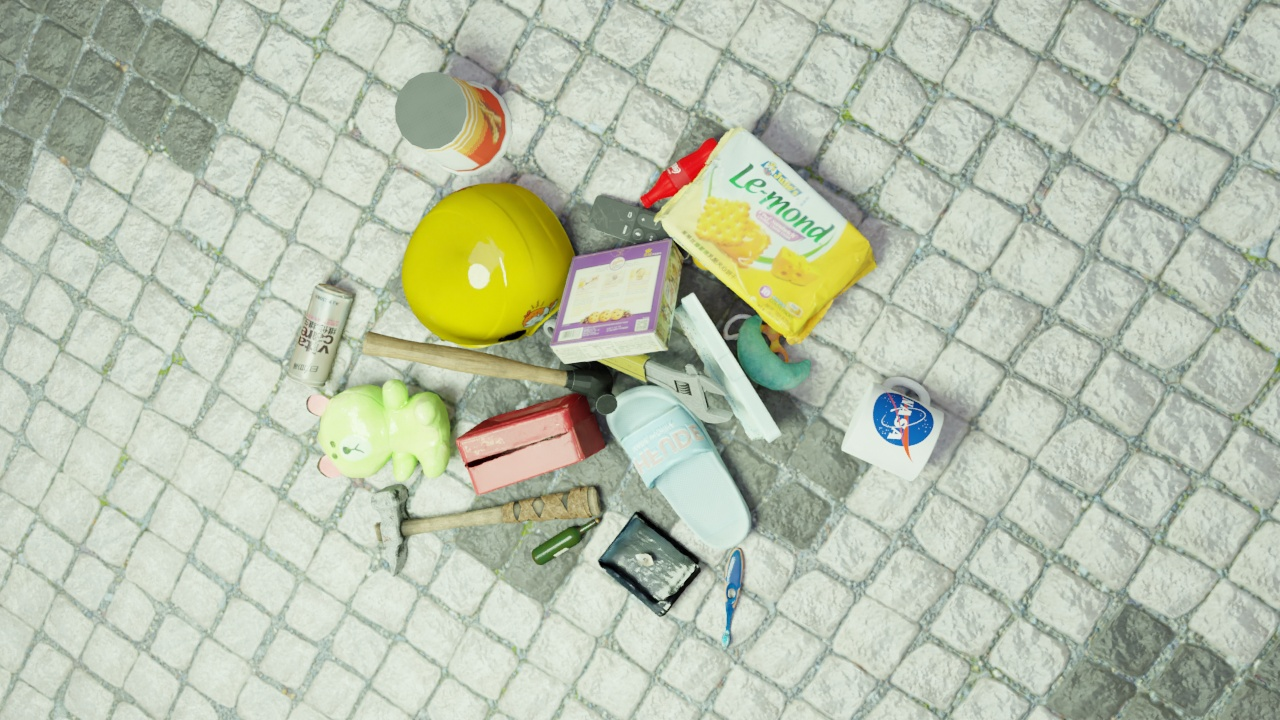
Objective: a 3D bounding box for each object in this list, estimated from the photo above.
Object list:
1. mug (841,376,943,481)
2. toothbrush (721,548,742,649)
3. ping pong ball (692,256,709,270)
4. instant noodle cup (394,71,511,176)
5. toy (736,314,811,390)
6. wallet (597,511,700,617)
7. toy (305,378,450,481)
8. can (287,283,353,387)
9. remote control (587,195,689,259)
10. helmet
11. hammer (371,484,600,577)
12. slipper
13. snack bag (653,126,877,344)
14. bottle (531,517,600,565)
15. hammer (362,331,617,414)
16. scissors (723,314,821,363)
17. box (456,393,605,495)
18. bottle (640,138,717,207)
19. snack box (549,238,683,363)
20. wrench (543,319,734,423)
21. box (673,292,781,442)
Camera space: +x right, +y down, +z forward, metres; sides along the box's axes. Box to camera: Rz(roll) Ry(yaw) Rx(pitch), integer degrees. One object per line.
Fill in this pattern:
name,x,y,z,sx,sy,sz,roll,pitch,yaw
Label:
mug,0.309,0.073,1.112,0.090,0.091,0.121,24,63,8
toothbrush,0.118,0.311,1.196,0.021,0.017,0.135,7,96,8
ping pong ball,0.085,-0.134,1.158,0.040,0.040,0.040,1,94,11
instant noodle cup,-0.243,-0.306,1.169,0.123,0.121,0.123,1,94,11
toy,0.159,-0.003,1.129,0.105,0.084,0.033,42,141,-1
wallet,0.012,0.267,1.208,0.115,0.026,0.089,39,100,6
toy,-0.344,0.092,1.235,0.197,0.107,0.150,6,118,19
can,-0.440,-0.035,1.262,0.054,0.054,0.136,22,97,9
remote control,0.001,-0.171,1.176,0.147,0.008,0.045,21,98,19
helmet,-0.213,-0.117,1.168,0.240,0.139,0.209,-36,87,12
hammer,-0.210,0.213,1.242,0.319,0.049,0.121,-10,95,10
slipper,0.053,0.136,1.168,0.104,0.074,0.245,-37,88,10
snack bag,0.151,-0.146,1.110,0.247,0.068,0.159,43,81,0
bottle,-0.099,0.240,1.229,0.106,0.025,0.025,-33,87,12
hammer,-0.185,0.004,1.133,0.305,0.132,0.040,11,109,-17
scissors,0.162,-0.039,1.165,0.128,0.011,0.125,16,97,8
box,-0.138,0.107,1.177,0.158,0.129,0.092,-16,91,12
bottle,0.052,-0.233,1.160,0.119,0.036,0.036,-34,87,12
snack box,-0.028,-0.073,1.128,0.144,0.040,0.147,-7,53,26
wrench,-0.007,0.007,1.152,0.273,0.018,0.084,23,142,21
box,0.104,0.010,1.120,0.041,0.134,0.197,-31,88,-1
